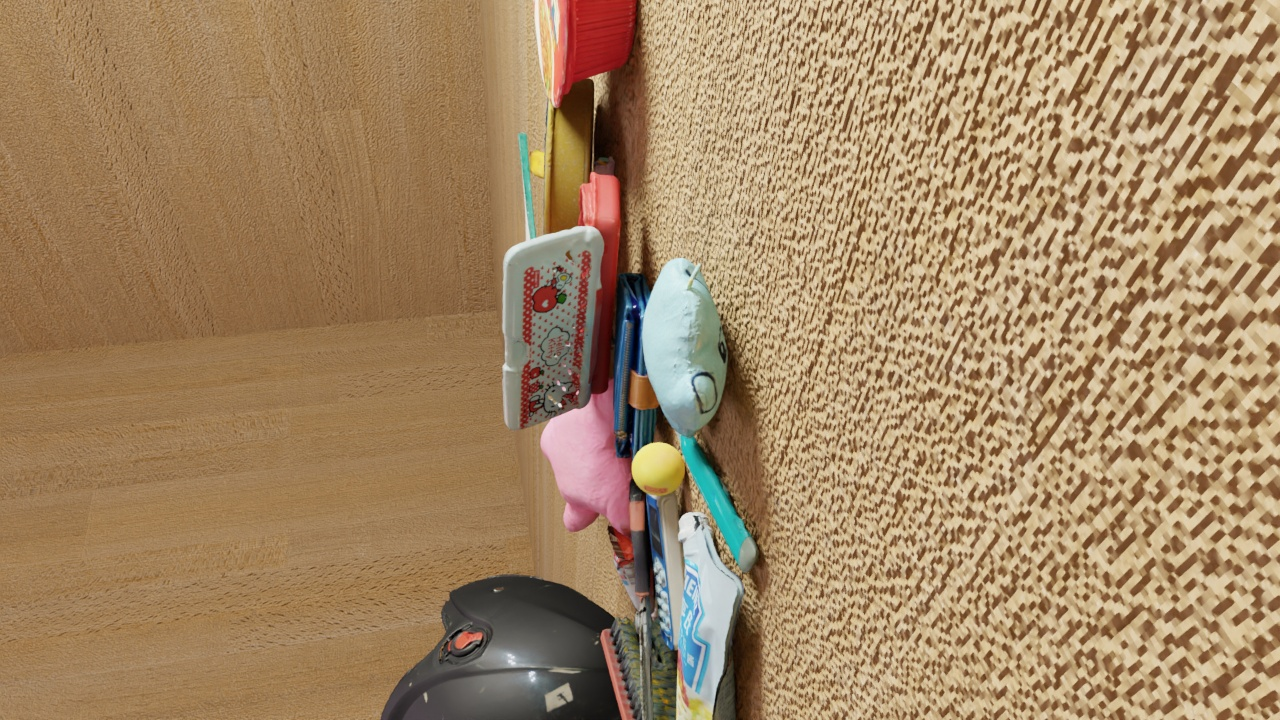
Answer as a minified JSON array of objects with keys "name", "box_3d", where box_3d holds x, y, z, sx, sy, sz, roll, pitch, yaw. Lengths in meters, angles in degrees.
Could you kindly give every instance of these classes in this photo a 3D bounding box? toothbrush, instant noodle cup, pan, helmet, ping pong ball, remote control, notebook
[{"name":"toothbrush","box_3d":[-0.038,-0.114,0.908,0.021,0.029,0.190,29,138,25]},{"name":"instant noodle cup","box_3d":[-0.046,-0.304,0.735,0.194,0.065,0.194,173,91,-78]},{"name":"pan","box_3d":[-0.089,-0.196,0.956,0.357,0.078,0.198,-98,11,-74]},{"name":"helmet","box_3d":[-0.112,0.356,0.913,0.231,0.274,0.233,11,118,51]},{"name":"ping pong ball","box_3d":[0.014,0.082,0.694,0.040,0.040,0.040,173,91,-79]},{"name":"remote control","box_3d":[0.023,0.164,0.730,0.049,0.024,0.125,-179,82,-79]},{"name":"notebook","box_3d":[-0.107,-0.106,0.917,0.151,0.012,0.208,91,170,-48]}]

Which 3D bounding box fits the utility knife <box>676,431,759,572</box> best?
[{"name":"utility knife","box_3d":[0.046,0.080,0.600,0.179,0.013,0.029,-118,28,-61]}]

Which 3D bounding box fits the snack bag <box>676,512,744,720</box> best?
[{"name":"snack bag","box_3d":[0.044,0.200,0.618,0.110,0.039,0.191,-97,6,-70]}]

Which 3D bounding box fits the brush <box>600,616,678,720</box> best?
[{"name":"brush","box_3d":[0.011,0.287,0.762,0.145,0.063,0.069,-111,30,-48]}]

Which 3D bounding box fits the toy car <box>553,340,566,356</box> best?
[{"name":"toy car","box_3d":[-0.094,-0.012,0.973,0.048,0.032,0.105,99,168,-47]}]

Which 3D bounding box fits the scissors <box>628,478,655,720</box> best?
[{"name":"scissors","box_3d":[0.006,0.204,0.754,0.191,0.015,0.207,-34,-62,-82]}]

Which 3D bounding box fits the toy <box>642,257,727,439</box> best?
[{"name":"toy","box_3d":[0.026,-0.008,0.564,0.161,0.050,0.156,-96,1,-46]}]

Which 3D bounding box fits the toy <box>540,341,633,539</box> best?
[{"name":"toy","box_3d":[-0.053,0.075,0.902,0.179,0.074,0.194,-2,92,55]}]

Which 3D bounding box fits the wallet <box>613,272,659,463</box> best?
[{"name":"wallet","box_3d":[-0.004,0.004,0.753,0.106,0.040,0.133,-106,16,-66]}]

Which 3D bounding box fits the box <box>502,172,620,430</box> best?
[{"name":"box","box_3d":[-0.055,-0.040,0.756,0.154,0.074,0.202,-51,-22,-41]}]

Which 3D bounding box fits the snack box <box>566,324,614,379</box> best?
[{"name":"snack box","box_3d":[-0.062,0.038,1.042,0.182,0.045,0.178,-120,28,-64]}]

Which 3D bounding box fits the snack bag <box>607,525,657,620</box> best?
[{"name":"snack bag","box_3d":[-0.004,0.199,0.838,0.048,0.026,0.104,-112,2,-58]}]
